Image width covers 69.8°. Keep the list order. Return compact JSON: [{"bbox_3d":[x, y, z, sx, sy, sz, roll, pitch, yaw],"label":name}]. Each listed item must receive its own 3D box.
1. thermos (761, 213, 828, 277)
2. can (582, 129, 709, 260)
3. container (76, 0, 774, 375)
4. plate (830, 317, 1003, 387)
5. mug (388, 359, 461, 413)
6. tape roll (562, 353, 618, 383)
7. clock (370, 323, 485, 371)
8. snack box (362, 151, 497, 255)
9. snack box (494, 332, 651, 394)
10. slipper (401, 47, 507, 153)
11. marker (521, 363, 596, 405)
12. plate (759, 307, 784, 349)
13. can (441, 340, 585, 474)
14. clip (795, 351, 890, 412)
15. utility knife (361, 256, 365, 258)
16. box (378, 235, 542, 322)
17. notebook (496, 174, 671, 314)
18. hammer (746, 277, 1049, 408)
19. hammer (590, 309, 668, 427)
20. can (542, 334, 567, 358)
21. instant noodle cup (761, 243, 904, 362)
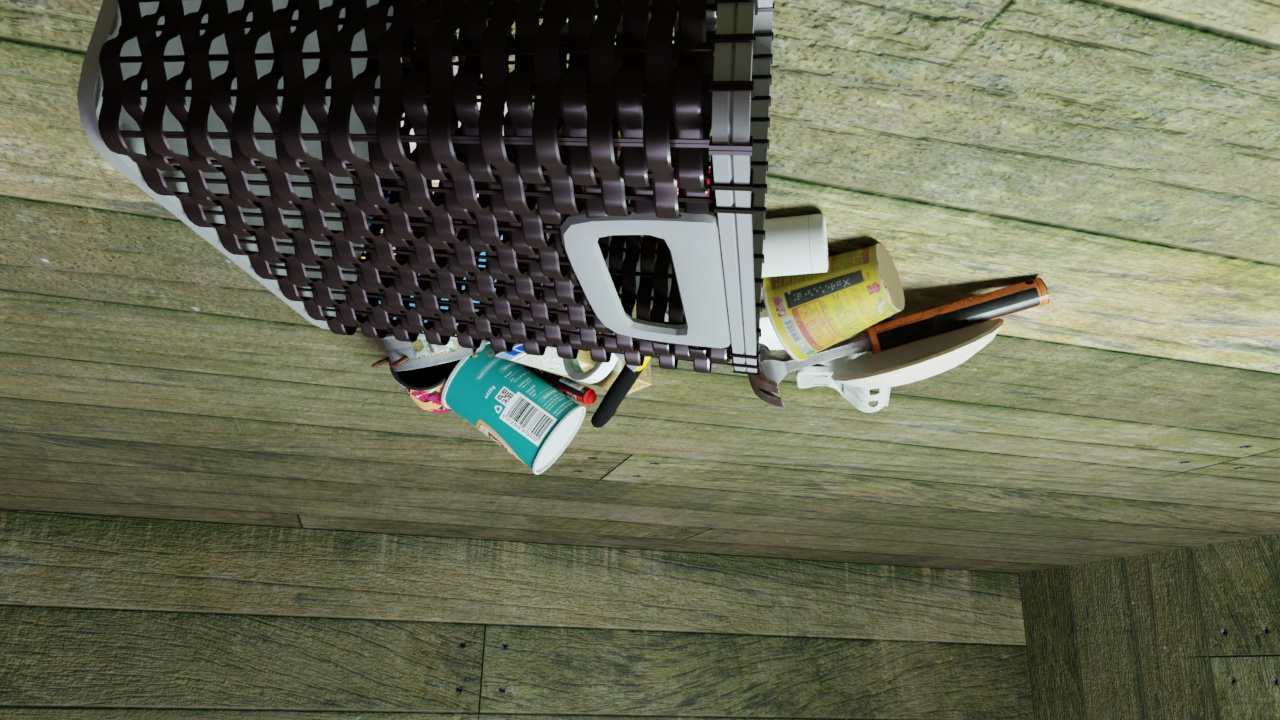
[{"bbox_3d":[0.057,-0.098,0.845,0.224,0.052,0.052,-3,160,14],"label":"thermos"},{"bbox_3d":[0.017,-0.129,0.711,0.087,0.086,0.116,-9,158,28],"label":"can"},{"bbox_3d":[-0.062,-0.146,0.442,0.244,0.245,0.247,2,161,9],"label":"container"},{"bbox_3d":[0.303,-0.002,1.000,0.189,0.027,0.188,-21,-176,1],"label":"plate"},{"bbox_3d":[-0.244,0.005,1.145,0.118,0.082,0.098,-25,162,-8],"label":"mug"},{"bbox_3d":[-0.052,-0.022,1.013,0.018,0.093,0.094,16,156,-37],"label":"tape roll"},{"bbox_3d":[-0.229,-0.024,1.052,0.147,0.056,0.104,-14,-173,-30],"label":"clock"},{"bbox_3d":[-0.175,-0.131,0.763,0.087,0.034,0.152,-10,168,-32],"label":"snack box"},{"bbox_3d":[-0.077,-0.013,1.100,0.206,0.057,0.056,19,150,-41],"label":"snack box"},{"bbox_3d":[-0.196,-0.177,0.623,0.239,0.064,0.094,11,159,-22],"label":"slipper"},{"bbox_3d":[-0.115,0.022,1.151,0.145,0.021,0.023,23,179,31],"label":"marker"},{"bbox_3d":[0.157,-0.041,1.042,0.104,0.026,0.104,1,160,0],"label":"plate"},{"bbox_3d":[-0.154,0.056,1.116,0.144,0.099,0.099,35,165,12],"label":"can"},{"bbox_3d":[0.269,0.027,1.153,0.152,0.099,0.126,-12,156,7],"label":"clip"},{"bbox_3d":[-0.253,-0.124,0.823,0.030,0.019,0.218,9,148,-2],"label":"utility knife"},{"bbox_3d":[-0.189,-0.082,0.910,0.232,0.054,0.093,-12,156,34],"label":"box"},{"bbox_3d":[-0.019,-0.081,0.755,0.209,0.029,0.169,31,177,1],"label":"notebook"},{"bbox_3d":[0.262,-0.023,0.951,0.315,0.035,0.137,-17,-162,11],"label":"hammer"},{"bbox_3d":[-0.006,0.006,1.008,0.029,0.126,0.324,42,150,5],"label":"hammer"},{"bbox_3d":[-0.090,-0.045,0.966,0.031,0.080,0.031,2,161,0],"label":"can"},{"bbox_3d":[0.192,-0.061,0.895,0.113,0.100,0.100,-20,153,28],"label":"instant noodle cup"}]
